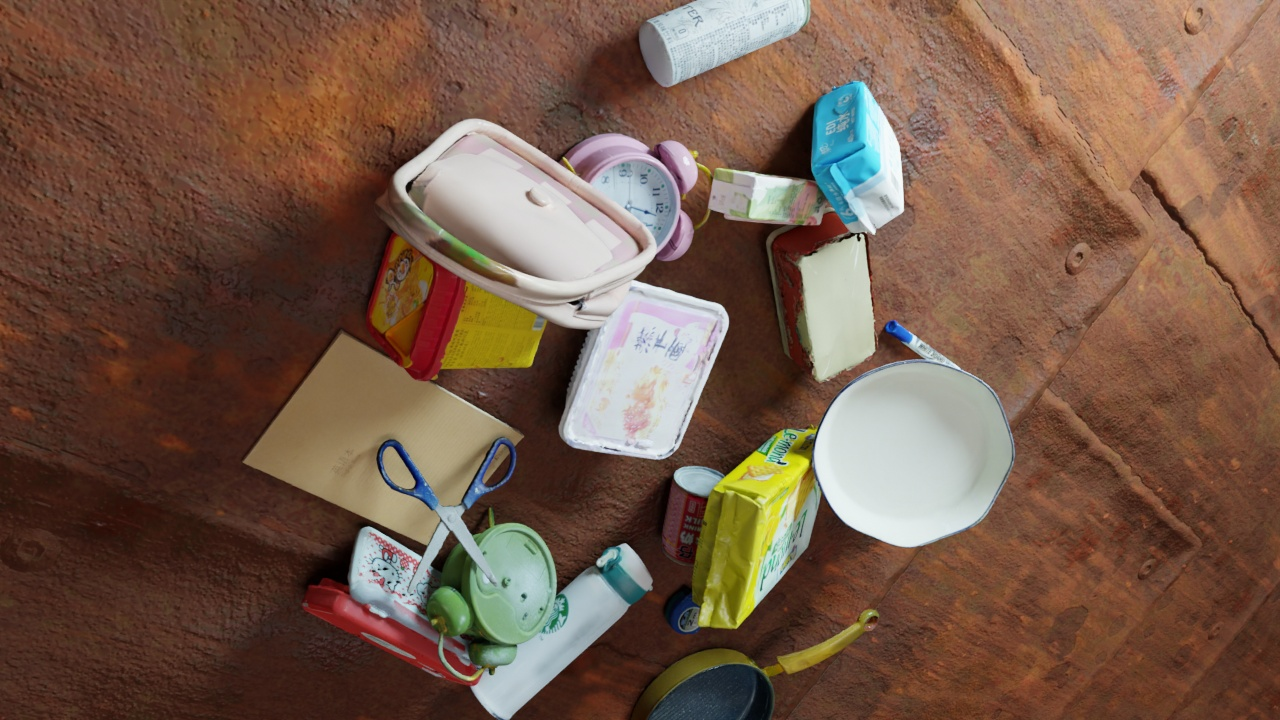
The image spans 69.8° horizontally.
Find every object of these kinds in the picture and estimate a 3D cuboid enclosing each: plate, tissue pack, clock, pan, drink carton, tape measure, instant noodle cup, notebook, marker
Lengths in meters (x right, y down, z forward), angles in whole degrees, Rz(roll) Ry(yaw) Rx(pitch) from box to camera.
[{"bbox_3d":[0.287,0.095,0.981,0.205,0.045,0.205,1,103,6],"label":"plate"},{"bbox_3d":[0.205,-0.195,0.879,0.063,0.139,0.090,-20,131,31],"label":"tissue pack"},{"bbox_3d":[-0.004,-0.144,0.837,0.158,0.060,0.117,-9,118,-25],"label":"clock"},{"bbox_3d":[0.148,0.417,1.173,0.357,0.078,0.198,-38,125,-5],"label":"pan"},{"bbox_3d":[0.123,-0.154,0.876,0.122,0.053,0.045,-7,112,-46],"label":"drink carton"},{"bbox_3d":[0.056,0.300,1.103,0.054,0.025,0.058,16,101,-30],"label":"tape measure"},{"bbox_3d":[-0.148,0.235,0.904,0.116,0.056,0.160,52,43,-28],"label":"clock"},{"bbox_3d":[-0.151,-0.047,0.786,0.123,0.116,0.116,7,111,-42],"label":"instant noodle cup"},{"bbox_3d":[-0.234,0.081,0.860,0.211,0.012,0.149,35,96,-34],"label":"notebook"},{"bbox_3d":[-0.005,0.005,0.908,0.138,0.060,0.173,12,106,-30],"label":"instant noodle cup"},{"bbox_3d":[0.342,-0.011,1.101,0.145,0.017,0.017,28,99,-34],"label":"marker"}]

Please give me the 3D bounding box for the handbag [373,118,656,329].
[{"bbox_3d":[-0.103,-0.094,0.682,0.193,0.233,0.093,35,109,4],"label":"handbag"}]

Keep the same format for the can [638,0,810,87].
[{"bbox_3d":[0.074,-0.293,0.804,0.146,0.058,0.058,-27,123,-13],"label":"can"}]

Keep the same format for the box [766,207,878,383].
[{"bbox_3d":[0.193,-0.061,0.952,0.091,0.077,0.168,-25,129,-10],"label":"box"}]

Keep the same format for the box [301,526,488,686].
[{"bbox_3d":[-0.222,0.244,0.915,0.201,0.095,0.098,45,55,-37],"label":"box"}]

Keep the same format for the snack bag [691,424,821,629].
[{"bbox_3d":[0.134,0.169,1.001,0.245,0.068,0.158,-25,129,-56],"label":"snack bag"}]

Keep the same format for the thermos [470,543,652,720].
[{"bbox_3d":[-0.084,0.291,1.003,0.224,0.073,0.073,-41,125,-4],"label":"thermos"}]

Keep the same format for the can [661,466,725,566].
[{"bbox_3d":[0.061,0.173,1.018,0.066,0.066,0.094,-1,114,-26],"label":"can"}]

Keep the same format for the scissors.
[{"bbox_3d":[-0.175,0.135,0.859,0.162,0.012,0.174,-39,97,-28],"label":"scissors"}]
